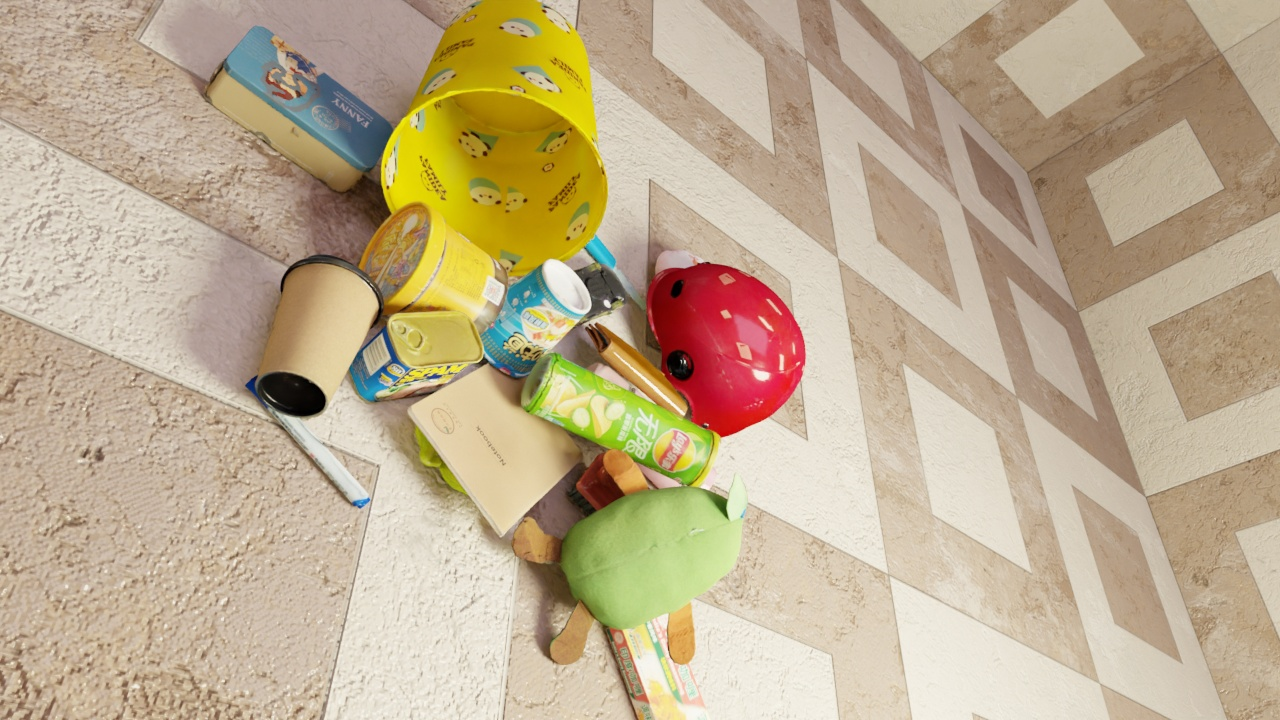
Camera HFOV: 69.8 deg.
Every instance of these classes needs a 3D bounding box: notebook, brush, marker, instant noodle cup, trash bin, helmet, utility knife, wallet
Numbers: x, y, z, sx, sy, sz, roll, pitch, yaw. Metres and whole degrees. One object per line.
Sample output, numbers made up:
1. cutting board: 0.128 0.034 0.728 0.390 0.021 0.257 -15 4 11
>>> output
1. notebook: -0.139 0.077 0.937 0.148 0.008 0.207 54 23 -1
2. brush: -0.007 0.170 1.003 0.146 0.069 0.063 50 38 -9
3. marker: -0.288 0.072 0.800 0.146 0.017 0.016 51 37 -8
4. instant noodle cup: -0.207 -0.083 0.934 0.114 0.119 0.118 30 43 -42
5. instant noodle cup: -0.115 -0.050 0.999 0.099 0.110 0.099 40 28 -27
6. trash bin: -0.151 -0.262 1.020 0.229 0.230 0.254 32 37 -30
7. helmet: 0.127 -0.030 1.204 0.206 0.144 0.240 -41 106 -47
8. utility knife: -0.059 -0.149 1.227 0.218 0.018 0.034 50 35 -7
9. wallet: -0.007 0.006 1.106 0.130 0.035 0.119 41 2 -23

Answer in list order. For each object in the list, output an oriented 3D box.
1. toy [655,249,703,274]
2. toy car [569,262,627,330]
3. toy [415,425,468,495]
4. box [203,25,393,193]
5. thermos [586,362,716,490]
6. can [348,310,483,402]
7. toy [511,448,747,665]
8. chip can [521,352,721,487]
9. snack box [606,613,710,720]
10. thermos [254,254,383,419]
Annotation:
1. toy: 0.071 -0.085 1.305 0.121 0.054 0.159 13 62 -43
2. toy car: -0.072 -0.079 1.140 0.157 0.042 0.070 -23 82 -53
3. toy: -0.176 0.095 0.897 0.100 0.031 0.096 57 28 3
4. box: -0.343 -0.252 0.946 0.184 0.061 0.089 33 43 -26
5. thermos: -0.004 0.094 1.075 0.198 0.067 0.087 45 67 -16
6. can: -0.216 -0.003 0.882 0.101 0.083 0.057 -8 69 -51
7. toy: 0.001 0.197 0.925 0.246 0.090 0.227 -16 81 -19
8. chip can: -0.022 0.066 0.998 0.221 0.073 0.072 27 44 -16
9. snack box: 0.023 0.339 0.946 0.076 0.027 0.155 -4 67 -50
10. thermos: -0.285 -0.023 0.807 0.093 0.093 0.143 34 40 -27
